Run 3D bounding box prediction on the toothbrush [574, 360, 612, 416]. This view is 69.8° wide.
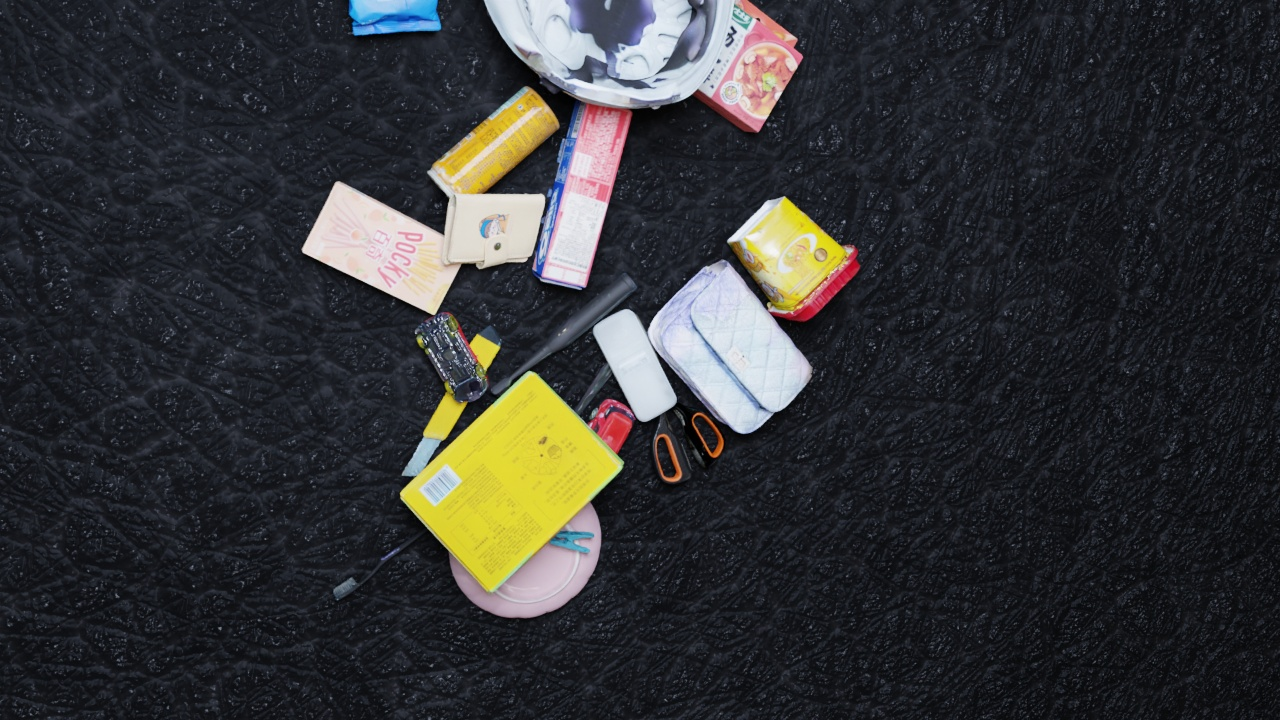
[{"bbox_3d":[-0.074,0.061,1.122,0.015,0.018,0.181,35,90,-18],"label":"toothbrush"}]

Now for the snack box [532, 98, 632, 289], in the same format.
[{"bbox_3d":[-0.069,-0.188,1.038,0.058,0.057,0.207,12,100,-22],"label":"snack box"}]

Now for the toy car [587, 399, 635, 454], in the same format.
[{"bbox_3d":[-0.052,0.106,1.125,0.053,0.045,0.120,28,96,-20],"label":"toy car"}]

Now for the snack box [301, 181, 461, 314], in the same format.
[{"bbox_3d":[-0.278,-0.122,1.007,0.157,0.026,0.084,27,95,-21],"label":"snack box"}]

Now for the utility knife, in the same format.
[{"bbox_3d":[-0.222,0.050,1.074,0.033,0.015,0.207,31,94,-1],"label":"utility knife"}]

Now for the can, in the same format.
[{"bbox_3d":[-0.159,-0.231,0.999,0.146,0.058,0.058,-41,111,-3],"label":"can"}]

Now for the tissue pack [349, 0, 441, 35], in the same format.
[{"bbox_3d":[-0.259,-0.410,0.927,0.095,0.052,0.157,-12,107,-12],"label":"tissue pack"}]

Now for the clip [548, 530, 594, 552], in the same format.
[{"bbox_3d":[-0.084,0.219,1.116,0.056,0.014,0.040,11,100,-19],"label":"clip"}]

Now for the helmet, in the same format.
[{"bbox_3d":[-0.039,-0.377,0.952,0.258,0.146,0.229,15,96,-11],"label":"helmet"}]

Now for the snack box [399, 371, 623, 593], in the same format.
[{"bbox_3d":[-0.145,0.138,1.062,0.210,0.070,0.157,-44,87,-3],"label":"snack box"}]

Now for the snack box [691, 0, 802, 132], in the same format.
[{"bbox_3d":[0.118,-0.348,1.059,0.113,0.044,0.127,29,94,-21],"label":"snack box"}]

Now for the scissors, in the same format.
[{"bbox_3d":[0.041,0.043,1.154,0.162,0.022,0.234,-4,98,-23],"label":"scissors"}]

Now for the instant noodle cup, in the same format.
[{"bbox_3d":[0.179,-0.125,1.105,0.116,0.116,0.123,-44,100,-2],"label":"instant noodle cup"}]

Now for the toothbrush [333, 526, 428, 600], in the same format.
[{"bbox_3d":[-0.290,0.225,1.100,0.189,0.014,0.017,-38,99,-5],"label":"toothbrush"}]

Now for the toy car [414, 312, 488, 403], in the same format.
[{"bbox_3d":[-0.212,-0.002,1.046,0.049,0.031,0.106,-29,95,8],"label":"toy car"}]

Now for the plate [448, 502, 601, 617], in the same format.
[{"bbox_3d":[-0.138,0.236,1.134,0.192,0.039,0.192,-4,105,-16],"label":"plate"}]

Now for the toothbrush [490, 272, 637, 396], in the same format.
[{"bbox_3d":[-0.092,-0.027,1.089,0.212,0.027,0.026,-40,66,-3],"label":"toothbrush"}]

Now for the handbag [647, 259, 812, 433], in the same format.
[{"bbox_3d":[0.113,-0.010,1.127,0.134,0.075,0.194,-46,112,-7],"label":"handbag"}]

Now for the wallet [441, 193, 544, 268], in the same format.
[{"bbox_3d":[-0.162,-0.142,1.012,0.115,0.024,0.087,-10,127,-43],"label":"wallet"}]

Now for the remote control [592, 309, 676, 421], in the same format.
[{"bbox_3d":[-0.007,0.006,1.110,0.056,0.020,0.136,-29,104,-8],"label":"remote control"}]
